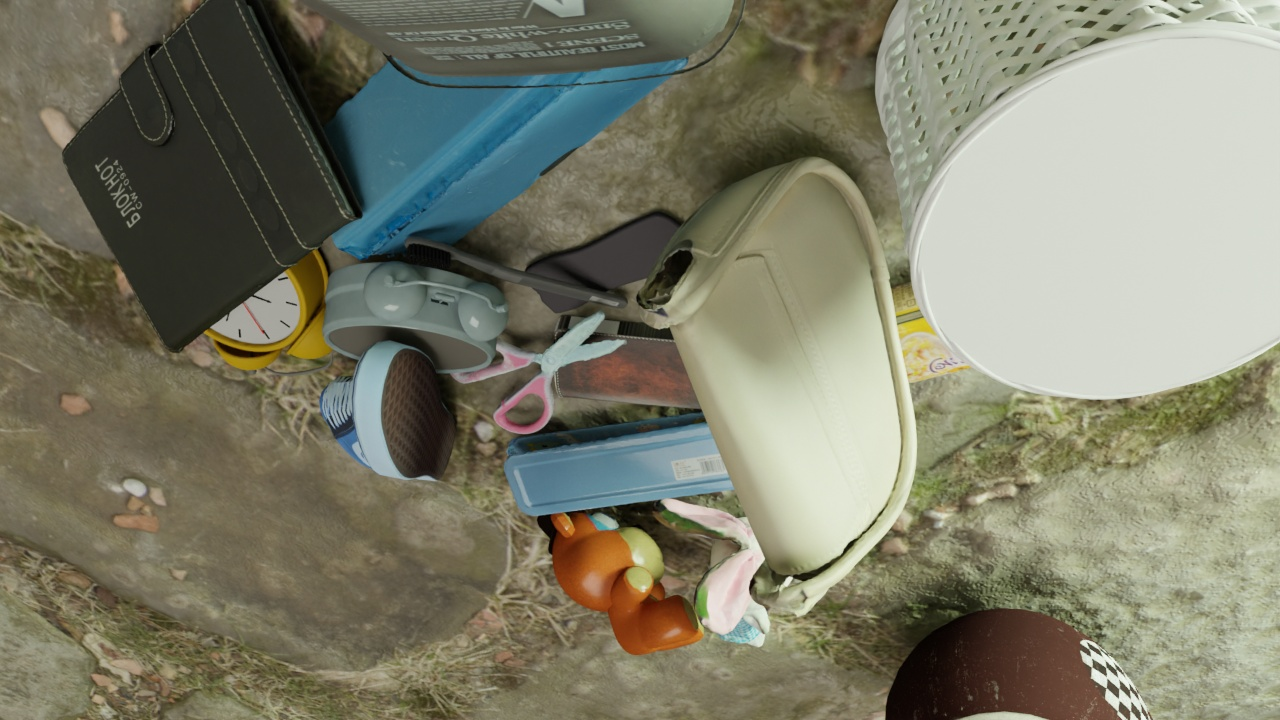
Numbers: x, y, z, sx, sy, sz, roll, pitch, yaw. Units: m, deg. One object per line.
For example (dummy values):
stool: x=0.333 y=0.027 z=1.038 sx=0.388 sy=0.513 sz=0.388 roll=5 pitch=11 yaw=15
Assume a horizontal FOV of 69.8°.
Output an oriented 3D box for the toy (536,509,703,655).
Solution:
toy: x=-0.022 y=0.188 z=0.798 sx=0.176 sy=0.096 sz=0.112 roll=28 pitch=168 yaw=16

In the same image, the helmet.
helmet: x=0.333 y=0.339 z=0.782 sx=0.234 sy=0.252 sz=0.234 roll=-34 pitch=94 yaw=27

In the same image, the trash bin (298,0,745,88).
trash bin: x=-0.062 y=-0.215 z=0.342 sx=0.197 sy=0.219 sz=0.197 roll=0 pitch=101 yaw=9

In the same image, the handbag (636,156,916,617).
handbag: x=0.071 y=0.012 z=0.563 sx=0.132 sy=0.183 sz=0.229 roll=-14 pitch=104 yaw=45

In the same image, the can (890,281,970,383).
can: x=0.207 y=-0.026 z=0.609 sx=0.105 sy=0.067 sz=0.068 roll=-17 pitch=126 yaw=23

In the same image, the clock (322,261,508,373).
clock: x=-0.154 y=-0.030 z=0.639 sx=0.122 sy=0.045 sz=0.160 roll=13 pitch=163 yaw=-28

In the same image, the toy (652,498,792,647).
toy: x=0.099 y=0.199 z=0.816 sx=0.106 sy=0.131 sz=0.205 roll=-24 pitch=138 yaw=3

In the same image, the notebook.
notebook: x=-0.284 y=-0.119 z=0.594 sx=0.209 sy=0.029 sz=0.169 roll=-27 pitch=91 yaw=27

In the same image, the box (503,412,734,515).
box: x=-0.008 y=0.073 z=0.756 sx=0.210 sy=0.063 sz=0.069 roll=-10 pitch=112 yaw=16

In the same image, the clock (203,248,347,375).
clock: x=-0.289 y=-0.049 z=0.688 sx=0.114 sy=0.051 sz=0.152 roll=-9 pitch=125 yaw=17

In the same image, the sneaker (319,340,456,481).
sneaker: x=-0.203 y=0.042 z=0.678 sx=0.098 sy=0.083 sz=0.241 roll=13 pitch=163 yaw=-1

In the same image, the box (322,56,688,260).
box: x=-0.090 y=-0.151 z=0.569 sx=0.232 sy=0.094 sz=0.110 roll=-31 pitch=159 yaw=30

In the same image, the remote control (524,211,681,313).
remote control: x=-0.022 y=-0.069 z=0.649 sx=0.125 sy=0.009 sz=0.046 roll=-19 pitch=125 yaw=25

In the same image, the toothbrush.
toothbrush: x=-0.080 y=-0.057 z=0.624 sx=0.167 sy=0.013 sz=0.013 roll=12 pitch=148 yaw=-32

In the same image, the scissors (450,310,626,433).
scissors: x=-0.085 y=-0.008 z=0.691 sx=0.108 sy=0.016 sz=0.180 roll=42 pitch=136 yaw=-9

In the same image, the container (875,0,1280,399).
container: x=0.219 y=-0.110 z=0.453 sx=0.189 sy=0.186 sz=0.190 roll=5 pitch=132 yaw=5

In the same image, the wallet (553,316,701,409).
wallet: x=-0.004 y=0.004 z=0.704 sx=0.123 sy=0.019 sz=0.072 roll=6 pitch=132 yaw=5
